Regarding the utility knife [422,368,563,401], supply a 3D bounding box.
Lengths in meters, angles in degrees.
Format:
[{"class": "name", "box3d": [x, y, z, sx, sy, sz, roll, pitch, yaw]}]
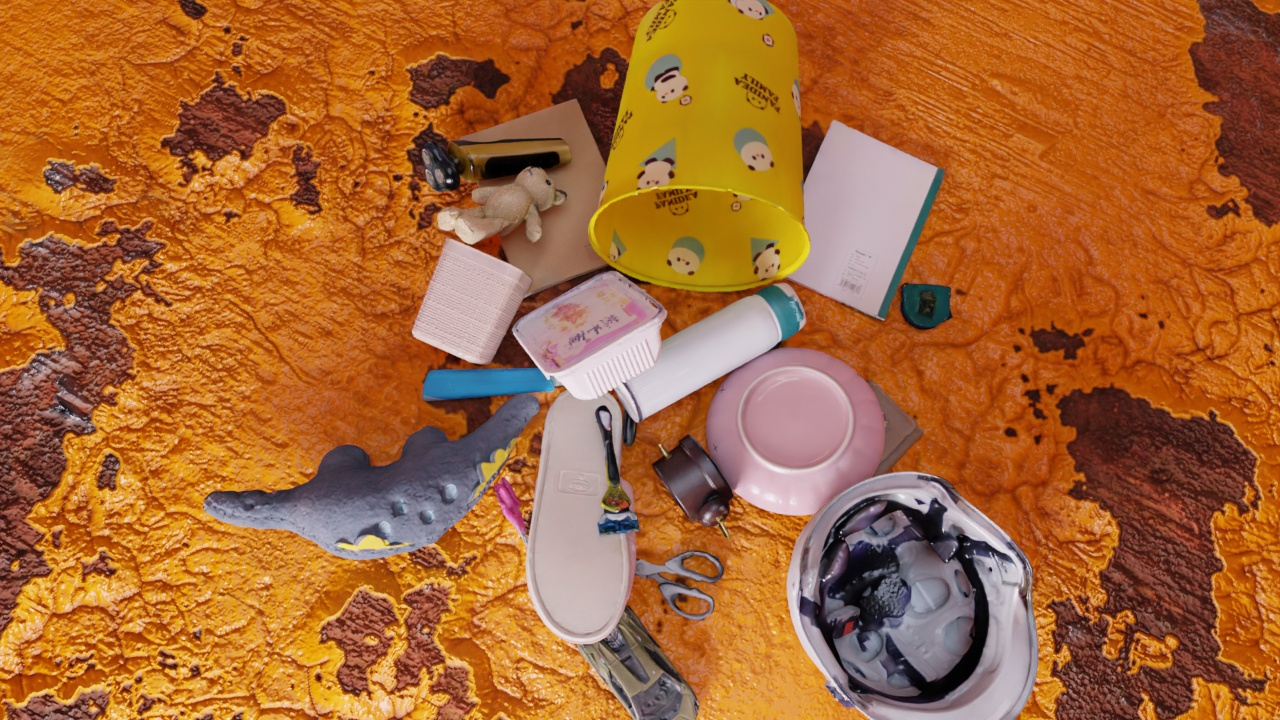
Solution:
[{"class": "utility knife", "box3d": [-0.139, 0.024, 1.015, 0.202, 0.018, 0.034, -2, 89, -4]}]

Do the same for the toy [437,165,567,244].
[{"class": "toy", "box3d": [-0.152, -0.168, 0.999, 0.105, 0.066, 0.156, 28, 40, 26]}]

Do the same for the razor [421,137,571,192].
[{"class": "razor", "box3d": [-0.162, -0.227, 1.045, 0.167, 0.062, 0.067, -9, 44, -11]}]

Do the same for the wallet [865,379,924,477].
[{"class": "wallet", "box3d": [0.245, 0.089, 1.011, 0.115, 0.033, 0.090, -43, 81, -15]}]

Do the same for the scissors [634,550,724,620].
[{"class": "scissors", "box3d": [0.000, 0.229, 0.975, 0.173, 0.014, 0.142, -18, 77, -6]}]

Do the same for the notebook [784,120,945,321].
[{"class": "notebook", "box3d": [0.255, -0.167, 1.081, 0.150, 0.012, 0.209, 25, 77, 3]}]

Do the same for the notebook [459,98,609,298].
[{"class": "notebook", "box3d": [-0.105, -0.193, 1.071, 0.149, 0.012, 0.211, -21, 79, -8]}]

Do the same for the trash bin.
[{"class": "trash bin", "box3d": [0.072, -0.236, 0.989, 0.229, 0.230, 0.254, 6, 71, -1]}]

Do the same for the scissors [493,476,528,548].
[{"class": "scissors", "box3d": [-0.122, 0.186, 0.961, 0.017, 0.064, 0.135, -24, 87, 4]}]

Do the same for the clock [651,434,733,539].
[{"class": "clock", "box3d": [0.061, 0.135, 0.965, 0.055, 0.082, 0.122, -34, 79, -6]}]

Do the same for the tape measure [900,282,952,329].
[{"class": "tape measure", "box3d": [0.328, -0.063, 1.053, 0.058, 0.025, 0.054, 4, 75, -1]}]

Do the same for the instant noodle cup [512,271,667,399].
[{"class": "instant noodle cup", "box3d": [-0.048, -0.023, 0.968, 0.138, 0.173, 0.060, -30, 120, -9]}]

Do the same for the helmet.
[{"class": "helmet", "box3d": [0.255, 0.241, 0.916, 0.229, 0.146, 0.258, -40, 91, -9]}]

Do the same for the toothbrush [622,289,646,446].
[{"class": "toothbrush", "box3d": [-0.006, 0.006, 1.027, 0.015, 0.018, 0.181, 7, 78, -9]}]

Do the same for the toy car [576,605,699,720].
[{"class": "toy car", "box3d": [-0.002, 0.318, 0.941, 0.070, 0.042, 0.158, -39, 84, -10]}]

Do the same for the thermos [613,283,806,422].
[{"class": "thermos", "box3d": [0.077, -0.014, 1.002, 0.224, 0.073, 0.073, -28, 79, -12]}]

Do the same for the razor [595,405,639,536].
[{"class": "razor", "box3d": [-0.030, 0.109, 0.951, 0.042, 0.022, 0.142, -3, 63, -11]}]

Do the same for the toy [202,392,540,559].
[{"class": "toy", "box3d": [-0.264, 0.135, 0.947, 0.356, 0.091, 0.137, -15, 66, -8]}]

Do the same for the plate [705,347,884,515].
[{"class": "plate", "box3d": [0.166, 0.068, 0.984, 0.192, 0.039, 0.192, -3, 66, 7]}]

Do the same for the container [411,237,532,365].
[{"class": "container", "box3d": [-0.184, -0.060, 0.991, 0.090, 0.090, 0.111, 24, 88, 3]}]

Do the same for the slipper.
[{"class": "slipper", "box3d": [-0.062, 0.158, 0.966, 0.114, 0.054, 0.273, 1, 65, -6]}]
